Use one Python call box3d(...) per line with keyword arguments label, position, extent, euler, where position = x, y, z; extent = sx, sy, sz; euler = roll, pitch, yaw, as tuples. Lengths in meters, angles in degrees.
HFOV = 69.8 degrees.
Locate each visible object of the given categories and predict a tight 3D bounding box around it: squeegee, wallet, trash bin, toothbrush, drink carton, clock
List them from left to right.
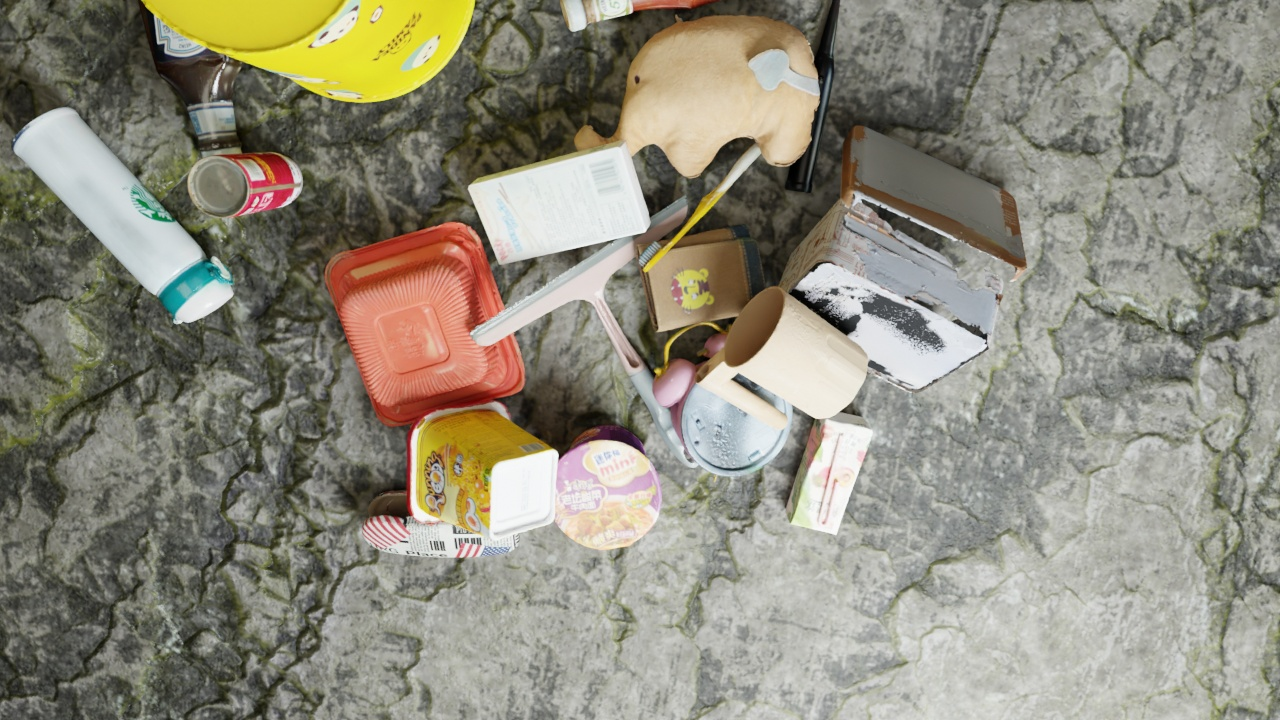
box3d(label="trash bin", position=(-0.268, -0.328, 0.733), extent=(0.229, 0.255, 0.230), euler=(0, 105, 1))
box3d(label="squeegee", position=(-0.005, 0.005, 0.924), extent=(0.247, 0.040, 0.249), euler=(-33, 109, -10))
box3d(label="wallet", position=(0.059, -0.080, 0.882), extent=(0.115, 0.033, 0.090), euler=(-11, 86, -13))
box3d(label="toothbrush", position=(0.064, -0.154, 0.864), extent=(0.018, 0.016, 0.191), euler=(42, 80, 3))
box3d(label="clock", position=(0.077, 0.036, 0.905), extent=(0.117, 0.060, 0.158), euler=(-31, 108, -10))
box3d(label="toothbrush", position=(0.168, -0.265, 0.859), extent=(0.026, 0.027, 0.213), euler=(18, 107, 33))
box3d(label="drink carton", position=(0.193, 0.115, 0.945), extent=(0.053, 0.045, 0.123), euler=(15, 104, -4))

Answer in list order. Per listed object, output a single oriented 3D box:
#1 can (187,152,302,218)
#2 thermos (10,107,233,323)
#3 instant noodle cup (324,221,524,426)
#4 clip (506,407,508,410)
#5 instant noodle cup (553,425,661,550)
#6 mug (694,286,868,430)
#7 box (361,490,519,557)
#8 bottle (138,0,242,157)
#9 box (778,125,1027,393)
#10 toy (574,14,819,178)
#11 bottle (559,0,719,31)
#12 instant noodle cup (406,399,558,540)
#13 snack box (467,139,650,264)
box3d(label="can", position=(-0.357, -0.162, 0.839), extent=(0.053, 0.132, 0.053), euler=(0, 104, 0))
box3d(label="thermos", position=(-0.489, -0.135, 0.883), extent=(0.073, 0.073, 0.224), euler=(-38, 101, 9))
box3d(label="instant noodle cup", position=(-0.215, -0.031, 0.898), extent=(0.164, 0.079, 0.189), euler=(-17, 102, 5))
box3d(label="clip", position=(-0.186, 0.073, 0.948), extent=(0.097, 0.034, 0.061), euler=(2, 103, -5))
box3d(label="instant noodle cup", position=(-0.036, 0.118, 0.922), extent=(0.111, 0.099, 0.111), euler=(0, 104, -1))
box3d(label="mug", position=(0.128, 0.007, 0.839), extent=(0.103, 0.084, 0.125), euler=(31, 126, -19))
box3d(label="box", position=(-0.206, 0.180, 0.951), extent=(0.163, 0.080, 0.075), euler=(1, 109, -2))
box3d(label="bottle", position=(-0.412, -0.276, 0.857), extent=(0.080, 0.044, 0.195), euler=(-5, 105, 11))
box3d(label="box", position=(0.244, -0.109, 0.864), extent=(0.183, 0.157, 0.191), euler=(27, 62, -6))
box3d(label="toy", position=(0.048, -0.240, 0.839), extent=(0.226, 0.082, 0.143), euler=(-5, 98, 14))
box3d(label="bottle", position=(0.030, -0.338, 0.812), extent=(0.206, 0.060, 0.060), euler=(-18, 103, -4))
box3d(label="instant noodle cup", position=(-0.146, 0.108, 0.868), extent=(0.124, 0.115, 0.116), euler=(17, 109, 43))
box3d(label="snack box", position=(-0.076, -0.147, 0.865), extent=(0.157, 0.026, 0.085), euler=(-10, 117, 19))
